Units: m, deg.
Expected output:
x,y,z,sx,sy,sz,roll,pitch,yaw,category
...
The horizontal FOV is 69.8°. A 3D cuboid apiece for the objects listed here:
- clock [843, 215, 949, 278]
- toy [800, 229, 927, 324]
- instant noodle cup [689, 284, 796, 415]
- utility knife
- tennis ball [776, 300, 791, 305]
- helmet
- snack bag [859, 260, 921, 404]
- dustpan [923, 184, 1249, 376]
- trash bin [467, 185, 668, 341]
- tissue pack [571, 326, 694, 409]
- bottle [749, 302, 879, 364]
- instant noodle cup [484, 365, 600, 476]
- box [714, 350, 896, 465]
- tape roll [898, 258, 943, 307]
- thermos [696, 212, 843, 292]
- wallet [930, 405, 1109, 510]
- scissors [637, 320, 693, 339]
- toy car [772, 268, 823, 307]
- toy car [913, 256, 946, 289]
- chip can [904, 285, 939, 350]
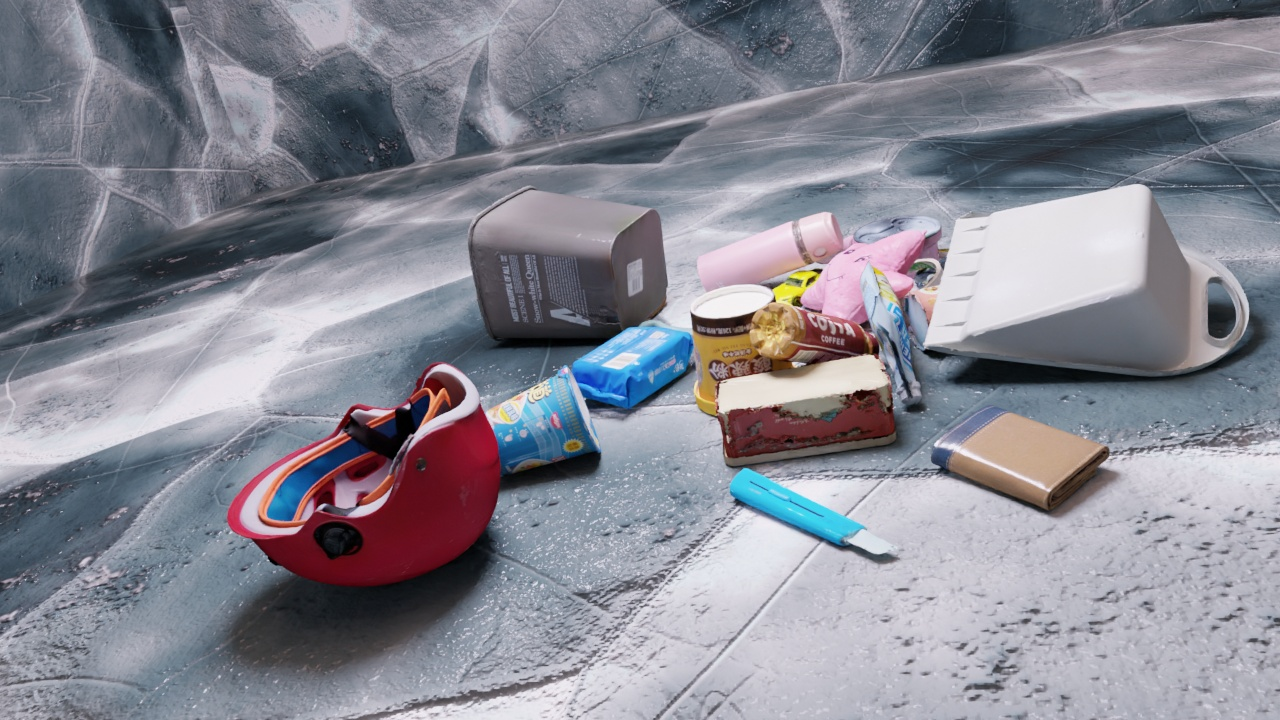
x,y,z,sx,sy,sz,roll,pitch,yaw,category
0.347,-0.159,1.283,0.117,0.060,0.159,-26,28,-25,clock
0.283,-0.107,1.149,0.179,0.074,0.194,-37,18,16,toy
0.110,-0.014,1.005,0.118,0.114,0.118,-10,23,4,instant noodle cup
0.142,0.130,0.780,0.034,0.018,0.179,-27,28,-30,utility knife
0.162,-0.040,1.098,0.065,0.065,0.065,-11,23,5,tennis ball
-0.231,0.126,0.837,0.240,0.144,0.207,-28,23,1,helmet
0.264,-0.032,0.973,0.039,0.110,0.190,-14,22,14,snack bag
0.464,-0.067,0.954,0.258,0.142,0.222,-14,37,42,dustpan
-0.095,-0.131,1.304,0.220,0.199,0.198,8,32,27,trash bin
-0.007,0.006,1.100,0.095,0.052,0.156,11,33,40,tissue pack
0.190,-0.021,0.967,0.174,0.057,0.057,9,3,-44,bottle
-0.110,0.070,0.966,0.110,0.099,0.099,-21,23,1,instant noodle cup
0.158,0.041,0.899,0.168,0.077,0.091,-10,23,9,box
0.342,-0.098,1.166,0.086,0.014,0.085,-29,24,14,tape roll
0.186,-0.144,1.289,0.199,0.087,0.067,-19,52,22,thermos
0.322,0.080,0.783,0.090,0.033,0.115,-28,28,-26,wallet
0.072,-0.048,1.226,0.179,0.019,0.169,-2,26,21,scissors
0.216,-0.100,1.253,0.105,0.032,0.048,-31,29,-33,toy car
0.399,-0.116,1.188,0.090,0.034,0.043,-27,27,3,toy car
0.410,-0.068,1.025,0.215,0.071,0.071,-14,23,0,chip can
